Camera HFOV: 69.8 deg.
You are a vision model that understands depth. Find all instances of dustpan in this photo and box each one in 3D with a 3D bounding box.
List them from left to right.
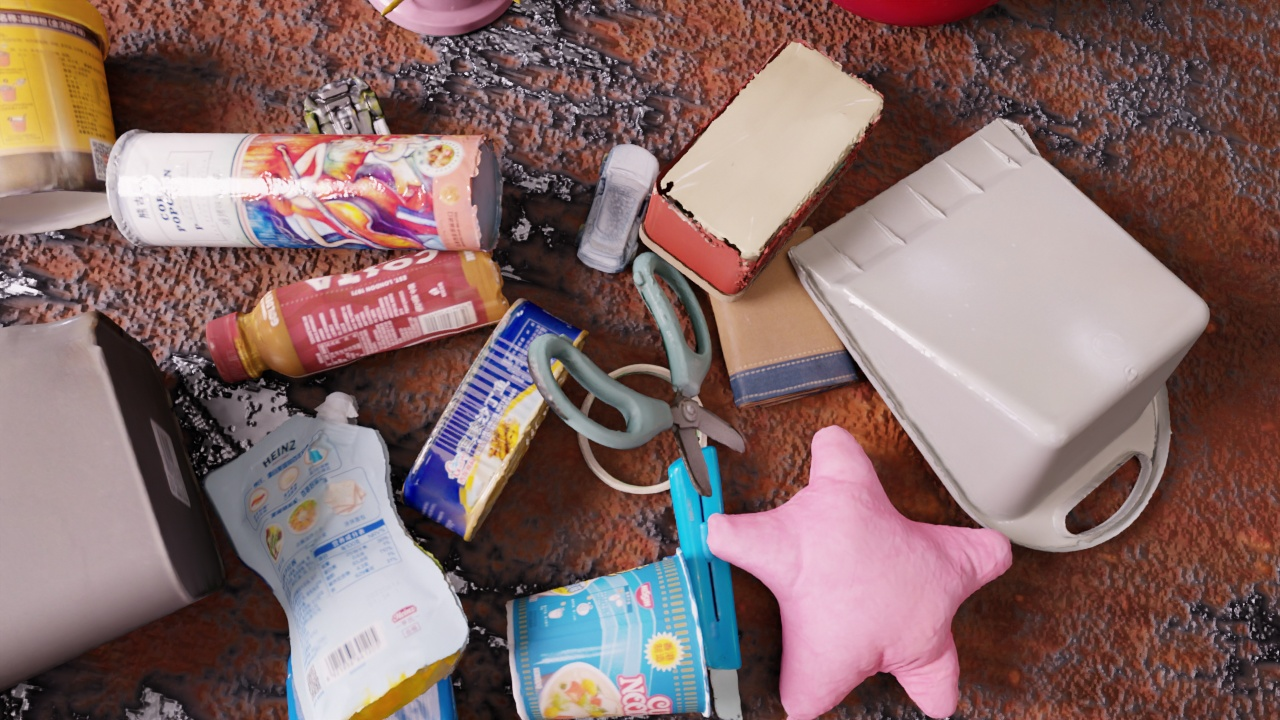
[{"bbox_3d":[0.261,-0.004,0.647,0.222,0.143,0.257,-32,61,-19],"label":"dustpan"}]

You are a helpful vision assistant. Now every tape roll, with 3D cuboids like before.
[{"bbox_3d":[0.001,0.045,0.606,0.085,0.014,0.085,1,81,-9],"label":"tape roll"}]

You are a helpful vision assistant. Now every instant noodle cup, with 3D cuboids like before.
[{"bbox_3d":[-0.361,-0.139,0.529,0.118,0.118,0.114,-15,91,-11],"label":"instant noodle cup"},{"bbox_3d":[-0.021,0.170,0.548,0.110,0.099,0.099,-9,82,-3],"label":"instant noodle cup"}]

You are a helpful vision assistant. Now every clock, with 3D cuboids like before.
[{"bbox_3d":[-0.140,-0.303,0.616,0.117,0.060,0.158,-12,81,-12],"label":"clock"}]

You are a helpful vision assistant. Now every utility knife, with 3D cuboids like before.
[{"bbox_3d":[0.046,0.146,0.590,0.034,0.018,0.179,-9,90,-19],"label":"utility knife"}]

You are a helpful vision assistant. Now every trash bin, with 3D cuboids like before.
[{"bbox_3d":[-0.351,0.087,0.461,0.219,0.199,0.199,-19,86,-19],"label":"trash bin"}]

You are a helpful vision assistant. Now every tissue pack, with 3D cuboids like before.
[{"bbox_3d":[-0.152,0.217,0.535,0.095,0.052,0.157,-7,82,-12],"label":"tissue pack"}]

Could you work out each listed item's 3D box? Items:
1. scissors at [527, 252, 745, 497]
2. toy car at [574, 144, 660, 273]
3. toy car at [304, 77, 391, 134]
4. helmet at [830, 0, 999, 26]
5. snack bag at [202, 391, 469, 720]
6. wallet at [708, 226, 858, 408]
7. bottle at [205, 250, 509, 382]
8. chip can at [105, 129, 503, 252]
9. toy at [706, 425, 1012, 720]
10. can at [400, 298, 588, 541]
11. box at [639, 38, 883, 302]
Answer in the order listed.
[{"bbox_3d":[-0.003,0.003,0.562,0.179,0.019,0.170,6,64,-44],"label":"scissors"},{"bbox_3d":[-0.014,-0.104,0.619,0.043,0.034,0.090,19,77,-3],"label":"toy car"},{"bbox_3d":[-0.179,-0.129,0.596,0.048,0.032,0.105,-22,97,-5],"label":"toy car"},{"bbox_3d":[0.177,-0.326,0.633,0.240,0.144,0.206,15,78,8],"label":"helmet"},{"bbox_3d":[-0.175,0.109,0.520,0.110,0.039,0.191,-40,61,8],"label":"snack bag"},{"bbox_3d":[0.092,-0.030,0.625,0.090,0.033,0.115,-12,82,-14],"label":"wallet"},{"bbox_3d":[-0.172,-0.029,0.567,0.174,0.057,0.057,-17,84,-12],"label":"bottle"},{"bbox_3d":[-0.193,-0.100,0.546,0.215,0.071,0.071,1,80,4],"label":"chip can"},{"bbox_3d":[0.128,0.144,0.580,0.194,0.075,0.178,32,77,-4],"label":"toy"},{"bbox_3d":[-0.088,0.034,0.564,0.049,0.075,0.148,29,77,0],"label":"can"},{"bbox_3d":[0.084,-0.129,0.598,0.091,0.077,0.168,38,67,7],"label":"box"}]
